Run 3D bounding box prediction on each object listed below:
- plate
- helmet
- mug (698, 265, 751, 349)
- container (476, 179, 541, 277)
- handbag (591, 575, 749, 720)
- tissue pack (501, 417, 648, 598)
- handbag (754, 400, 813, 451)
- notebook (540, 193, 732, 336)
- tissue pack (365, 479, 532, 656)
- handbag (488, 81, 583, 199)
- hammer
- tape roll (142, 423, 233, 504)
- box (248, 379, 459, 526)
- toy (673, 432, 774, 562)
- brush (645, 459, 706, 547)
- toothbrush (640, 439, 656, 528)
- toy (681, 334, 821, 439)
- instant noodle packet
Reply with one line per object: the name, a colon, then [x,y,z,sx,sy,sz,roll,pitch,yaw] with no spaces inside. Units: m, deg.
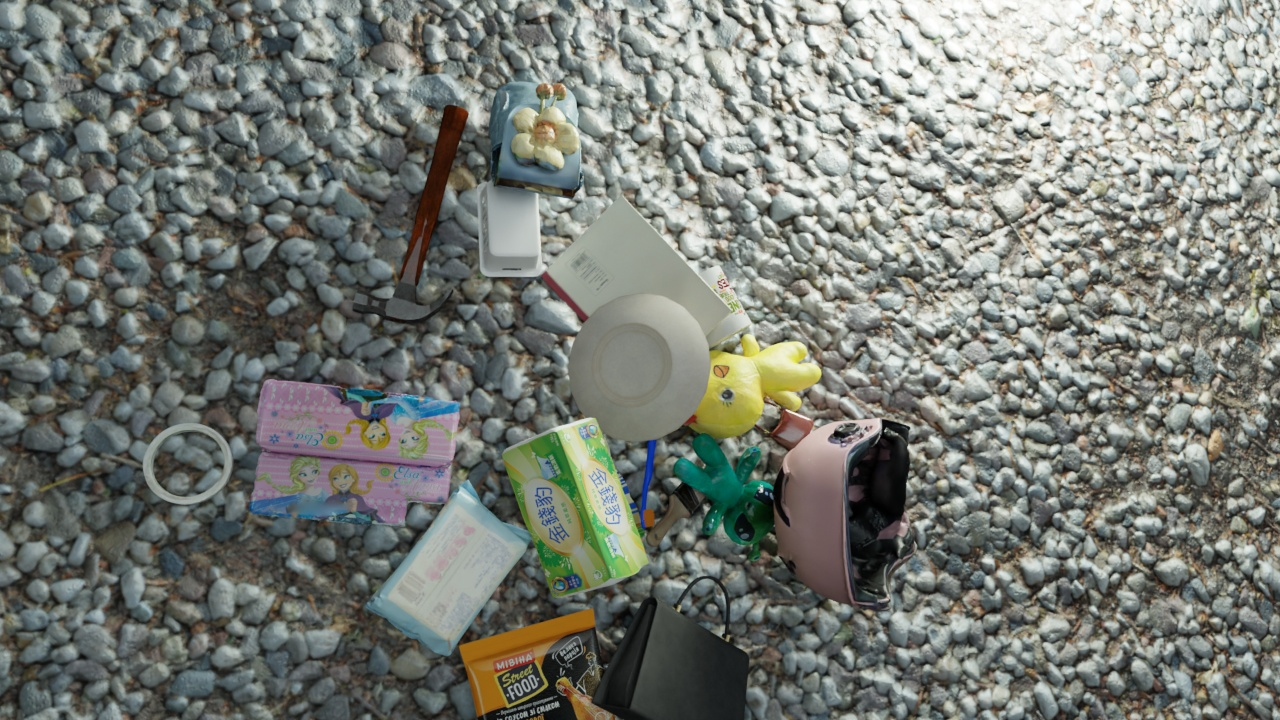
plate: [-0.007,0.007,1.151,0.189,0.027,0.188,-2,83,18]
helmet: [0.245,0.182,1.137,0.254,0.153,0.230,-37,124,-54]
mug: [0.081,-0.061,1.221,0.105,0.073,0.089,-29,87,7]
container: [-0.167,-0.176,1.185,0.080,0.050,0.129,-1,79,-15]
handbag: [0.060,0.353,1.107,0.175,0.072,0.195,37,59,-27]
tissue pack: [-0.060,0.171,1.119,0.141,0.120,0.197,-14,88,-54]
handbag: [0.171,0.077,1.238,0.119,0.029,0.055,29,75,-2]
notebook: [-0.007,-0.088,1.188,0.153,0.012,0.209,-44,86,8]
tissue pack: [-0.219,0.244,1.074,0.112,0.070,0.181,38,69,-5]
handbag: [-0.129,-0.291,1.160,0.121,0.119,0.191,8,48,-14]
hammer: [-0.271,-0.190,1.173,0.111,0.028,0.300,15,75,-11]
tape roll: [-0.517,0.118,1.050,0.093,0.013,0.093,3,78,-15]
box: [-0.338,0.114,1.090,0.230,0.035,0.159,7,78,-12]
toy: [0.115,0.171,1.165,0.193,0.072,0.130,46,71,-23]
brush: [0.052,0.182,1.162,0.039,0.012,0.150,53,50,-7]
toothbrush: [0.015,0.126,1.165,0.018,0.016,0.182,-6,58,21]
toy: [0.130,0.035,1.186,0.207,0.092,0.133,-26,49,-4]
instant noodle packet: [-0.106,0.415,1.052,0.159,0.032,0.220,-11,81,-17]
